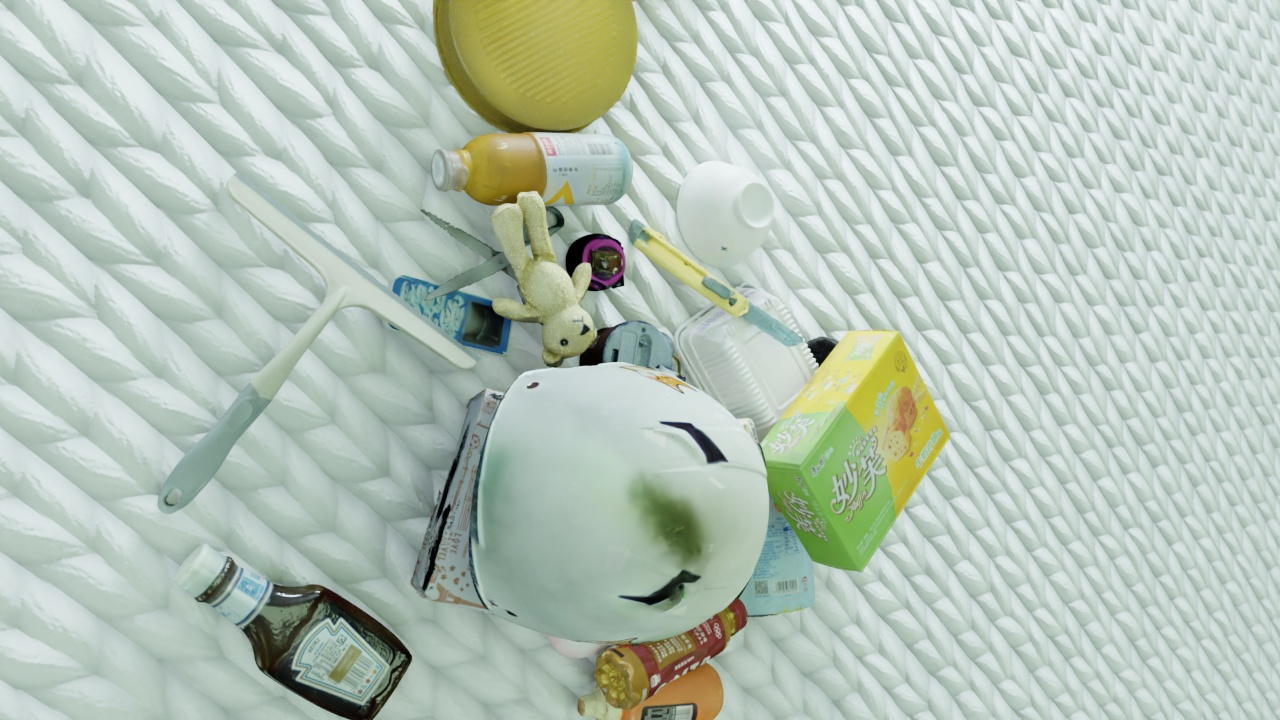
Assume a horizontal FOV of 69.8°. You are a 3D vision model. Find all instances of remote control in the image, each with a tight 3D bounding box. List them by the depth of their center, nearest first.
[{"bbox_3d":[-0.170,-0.039,0.824,0.124,0.024,0.049,15,80,-37],"label":"remote control"}]

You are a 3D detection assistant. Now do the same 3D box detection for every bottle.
[{"bbox_3d":[-0.278,0.214,0.734,0.195,0.044,0.079,43,66,-24],"label":"bottle"},{"bbox_3d":[-0.098,-0.176,0.850,0.189,0.068,0.068,-8,93,-33],"label":"bottle"},{"bbox_3d":[0.036,0.280,0.904,0.174,0.058,0.057,-16,97,-42],"label":"bottle"},{"bbox_3d":[0.008,0.336,0.913,0.149,0.067,0.066,3,87,-26],"label":"bottle"}]

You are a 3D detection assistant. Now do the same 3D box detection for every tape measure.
[{"bbox_3d":[-0.042,-0.096,0.902,0.057,0.039,0.057,-2,90,-34],"label":"tape measure"}]

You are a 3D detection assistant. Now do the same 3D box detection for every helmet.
[{"bbox_3d":[0.011,0.113,0.700,0.273,0.157,0.230,16,82,-45],"label":"helmet"}]

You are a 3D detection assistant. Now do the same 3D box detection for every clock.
[{"bbox_3d":[-0.005,0.005,0.915,0.121,0.055,0.082,13,81,-34],"label":"clock"}]

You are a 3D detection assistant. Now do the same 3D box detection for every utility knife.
[{"bbox_3d":[0.076,-0.075,0.949,0.216,0.022,0.031,36,76,-6],"label":"utility knife"}]

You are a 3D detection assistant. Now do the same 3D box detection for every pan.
[{"bbox_3d":[-0.042,-0.353,0.908,0.356,0.078,0.198,-35,110,-23],"label":"pan"}]

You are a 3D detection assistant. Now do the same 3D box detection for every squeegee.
[{"bbox_3d":[-0.293,0.017,0.720,0.246,0.039,0.246,39,74,-15],"label":"squeegee"}]

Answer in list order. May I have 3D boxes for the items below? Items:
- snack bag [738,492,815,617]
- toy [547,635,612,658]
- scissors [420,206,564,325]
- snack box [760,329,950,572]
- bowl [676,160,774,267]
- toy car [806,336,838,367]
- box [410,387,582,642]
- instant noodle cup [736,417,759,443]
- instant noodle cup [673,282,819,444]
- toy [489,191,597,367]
[{"bbox_3d":[0.149,0.183,1.021,0.110,0.039,0.191,-1,85,-25],"label":"snack bag"},{"bbox_3d":[-0.028,0.227,0.893,0.159,0.054,0.121,13,86,-44],"label":"toy"},{"bbox_3d":[-0.127,-0.087,0.847,0.178,0.014,0.159,-39,106,-36],"label":"scissors"},{"bbox_3d":[0.227,0.091,0.965,0.209,0.070,0.158,-47,118,-28],"label":"snack box"},{"bbox_3d":[0.105,-0.162,0.987,0.118,0.065,0.118,2,87,-34],"label":"bowl"},{"bbox_3d":[0.231,0.046,1.061,0.042,0.070,0.158,-23,102,-33],"label":"toy car"},{"bbox_3d":[-0.088,0.139,0.799,0.174,0.152,0.182,19,78,-13],"label":"box"},{"bbox_3d":[0.058,0.115,0.927,0.124,0.117,0.116,-23,102,-45],"label":"instant noodle cup"},{"bbox_3d":[0.130,0.009,0.989,0.137,0.060,0.173,-35,97,-30],"label":"instant noodle cup"},{"bbox_3d":[-0.085,-0.074,0.825,0.104,0.066,0.157,-31,109,-32],"label":"toy"}]
